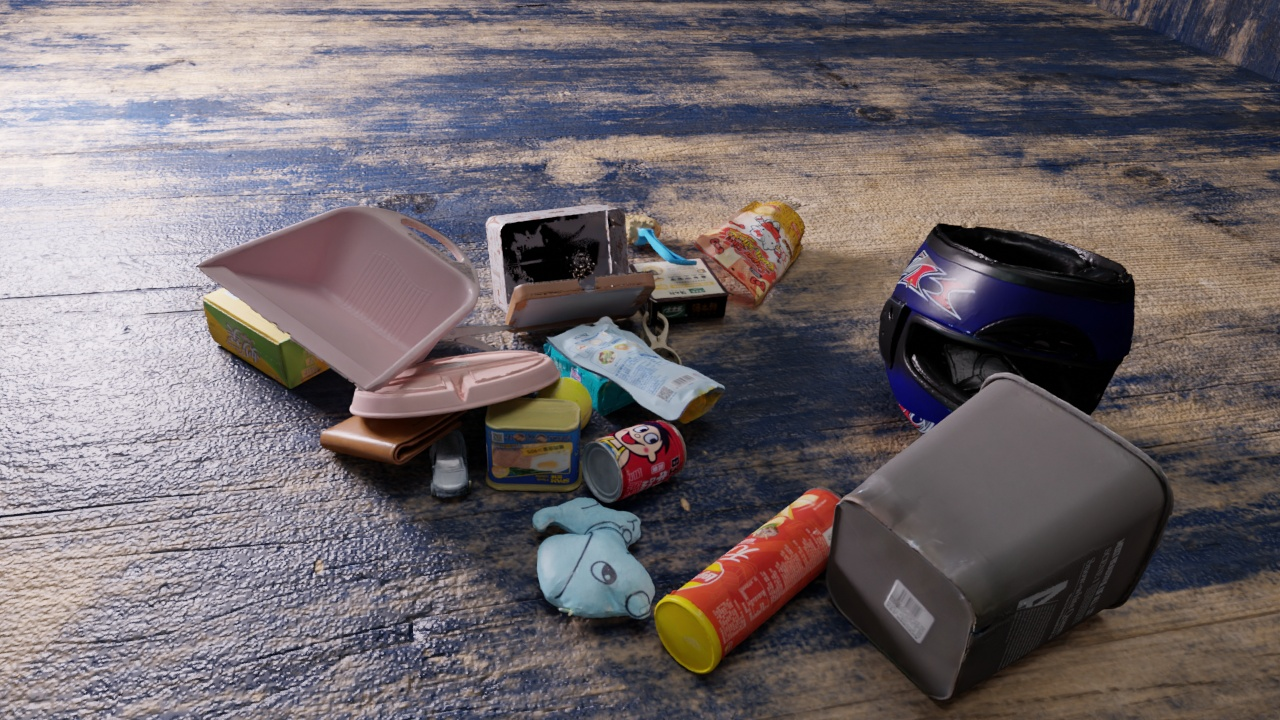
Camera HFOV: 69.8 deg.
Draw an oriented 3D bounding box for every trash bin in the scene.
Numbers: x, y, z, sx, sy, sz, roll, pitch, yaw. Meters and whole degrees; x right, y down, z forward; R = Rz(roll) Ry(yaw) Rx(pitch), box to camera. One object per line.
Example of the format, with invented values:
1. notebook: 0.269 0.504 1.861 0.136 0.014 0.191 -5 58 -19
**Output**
1. trash bin: 0.300 0.160 0.808 0.219 0.199 0.198 -25 44 -26

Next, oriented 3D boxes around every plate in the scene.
1. plate: -0.202 0.022 1.005 0.229 0.028 0.229 -8 10 1

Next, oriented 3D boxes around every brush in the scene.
1. brush: 0.019 -0.171 1.333 0.083 0.046 0.254 0 21 -22

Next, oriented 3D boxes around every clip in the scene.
1. clip: 0.022 -0.021 1.169 0.071 0.035 0.100 -1 40 -8

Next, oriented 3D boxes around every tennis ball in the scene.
1. tennis ball: -0.086 0.051 1.024 0.065 0.066 0.065 3 35 -2

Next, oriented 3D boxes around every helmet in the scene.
1. helmet: 0.386 -0.009 0.989 0.247 0.241 0.314 10 17 7

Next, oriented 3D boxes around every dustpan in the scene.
1. dustpan: -0.302 -0.094 1.011 0.222 0.139 0.273 35 7 2

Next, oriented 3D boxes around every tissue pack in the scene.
1. tissue pack: -0.045 0.004 1.109 0.093 0.050 0.133 -23 43 -32

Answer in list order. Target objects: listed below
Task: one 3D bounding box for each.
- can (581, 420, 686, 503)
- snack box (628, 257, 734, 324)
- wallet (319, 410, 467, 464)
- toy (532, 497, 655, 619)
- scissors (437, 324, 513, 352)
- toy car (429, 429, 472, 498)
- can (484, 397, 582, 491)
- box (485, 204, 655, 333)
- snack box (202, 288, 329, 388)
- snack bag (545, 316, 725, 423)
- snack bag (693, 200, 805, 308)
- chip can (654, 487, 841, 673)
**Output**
1. can: -0.006 0.102 0.953 0.093 0.067 0.066 -17 39 -38
2. snack box: 0.053 -0.094 1.259 0.113 0.053 0.125 -7 36 -15
3. wallet: -0.261 0.071 0.977 0.132 0.031 0.107 5 28 40
4. toy: -0.046 0.184 0.852 0.161 0.050 0.155 20 33 24
5. scissors: -0.248 -0.042 1.141 0.165 0.156 0.012 -28 -1 -12
6. toy car: -0.200 0.108 0.962 0.043 0.034 0.090 -1 36 -13
7. can: -0.111 0.087 0.955 0.102 0.083 0.057 2 35 -3
8. box: -0.091 -0.110 1.176 0.182 0.155 0.187 -11 16 -20
9. snack box: -0.409 -0.065 1.157 0.158 0.070 0.209 25 40 27
10. snack bag: -0.006 0.006 1.036 0.191 0.039 0.110 30 41 26
11. snack bag: 0.168 -0.166 1.351 0.128 0.073 0.207 47 40 0
12. chip can: 0.111 0.193 0.833 0.216 0.073 0.073 -28 46 -36
